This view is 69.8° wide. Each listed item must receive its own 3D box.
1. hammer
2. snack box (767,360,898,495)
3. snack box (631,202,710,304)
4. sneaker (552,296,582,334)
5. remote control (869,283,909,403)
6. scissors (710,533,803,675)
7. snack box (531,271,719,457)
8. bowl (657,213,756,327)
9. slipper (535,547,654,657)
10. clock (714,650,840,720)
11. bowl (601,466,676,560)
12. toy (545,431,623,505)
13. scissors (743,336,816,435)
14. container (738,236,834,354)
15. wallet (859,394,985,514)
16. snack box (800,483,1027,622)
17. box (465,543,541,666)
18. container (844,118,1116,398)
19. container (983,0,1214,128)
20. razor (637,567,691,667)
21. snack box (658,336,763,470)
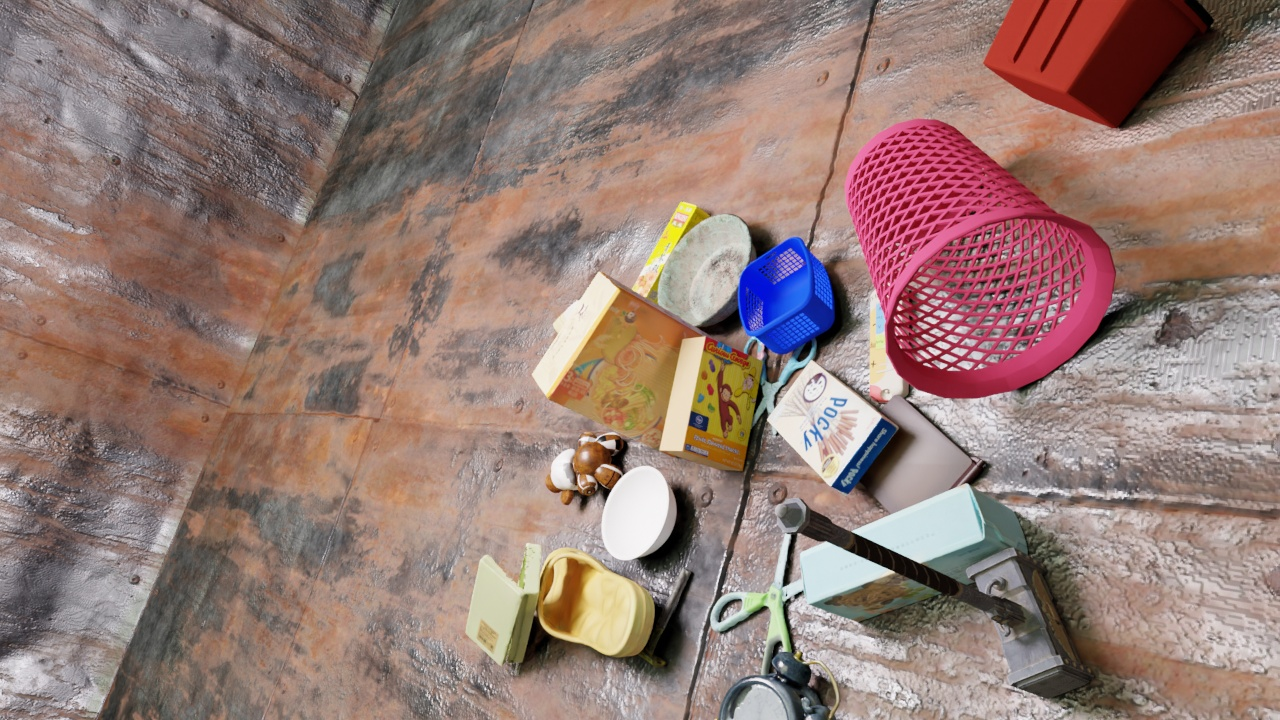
[{"bbox_3d":[0.194,0.145,0.609,0.044,0.321,0.098,-38,42,30],"label":"hammer"},{"bbox_3d":[0.185,0.063,0.905,0.082,0.026,0.150,-56,25,8],"label":"snack box"},{"bbox_3d":[0.039,-0.141,1.237,0.040,0.029,0.148,33,94,54],"label":"snack box"},{"bbox_3d":[-0.037,-0.030,1.222,0.102,0.089,0.241,-50,32,3],"label":"sneaker"},{"bbox_3d":[0.247,-0.018,0.910,0.038,0.018,0.125,-17,57,45],"label":"remote control"},{"bbox_3d":[0.128,0.231,0.898,0.169,0.023,0.171,-16,54,52],"label":"scissors"},{"bbox_3d":[-0.006,0.006,1.055,0.145,0.195,0.080,-56,34,9],"label":"snack box"},{"bbox_3d":[0.089,-0.104,1.142,0.158,0.038,0.157,-30,47,37],"label":"bowl"},{"bbox_3d":[-0.076,0.274,1.054,0.264,0.078,0.099,-2,71,61],"label":"slipper"},{"bbox_3d":[0.126,0.315,0.812,0.130,0.052,0.090,-44,48,19],"label":"clock"},{"bbox_3d":[0.007,0.181,1.058,0.110,0.040,0.109,-29,47,37],"label":"bowl"},{"bbox_3d":[-0.076,0.139,1.176,0.113,0.067,0.087,-39,41,43],"label":"toy"},{"bbox_3d":[0.154,0.017,1.012,0.126,0.015,0.136,-33,51,36],"label":"scissors"},{"bbox_3d":[0.162,-0.067,1.001,0.096,0.058,0.114,-33,37,29],"label":"container"},{"bbox_3d":[0.247,0.095,0.841,0.091,0.018,0.115,-53,40,14],"label":"wallet"},{"bbox_3d":[0.225,0.166,0.770,0.175,0.075,0.053,-32,47,35],"label":"snack box"},{"bbox_3d":[-0.154,0.297,1.096,0.188,0.089,0.077,109,145,-44],"label":"box"},{"bbox_3d":[0.274,-0.109,0.817,0.184,0.183,0.225,-43,33,25],"label":"container"},{"bbox_3d":[0.415,-0.327,0.807,0.201,0.127,0.148,-62,34,18],"label":"container"},{"bbox_3d":[0.028,0.274,0.991,0.042,0.026,0.105,13,74,56],"label":"razor"},{"bbox_3d":[0.078,0.048,1.005,0.040,0.088,0.125,-5,68,53],"label":"snack box"}]
